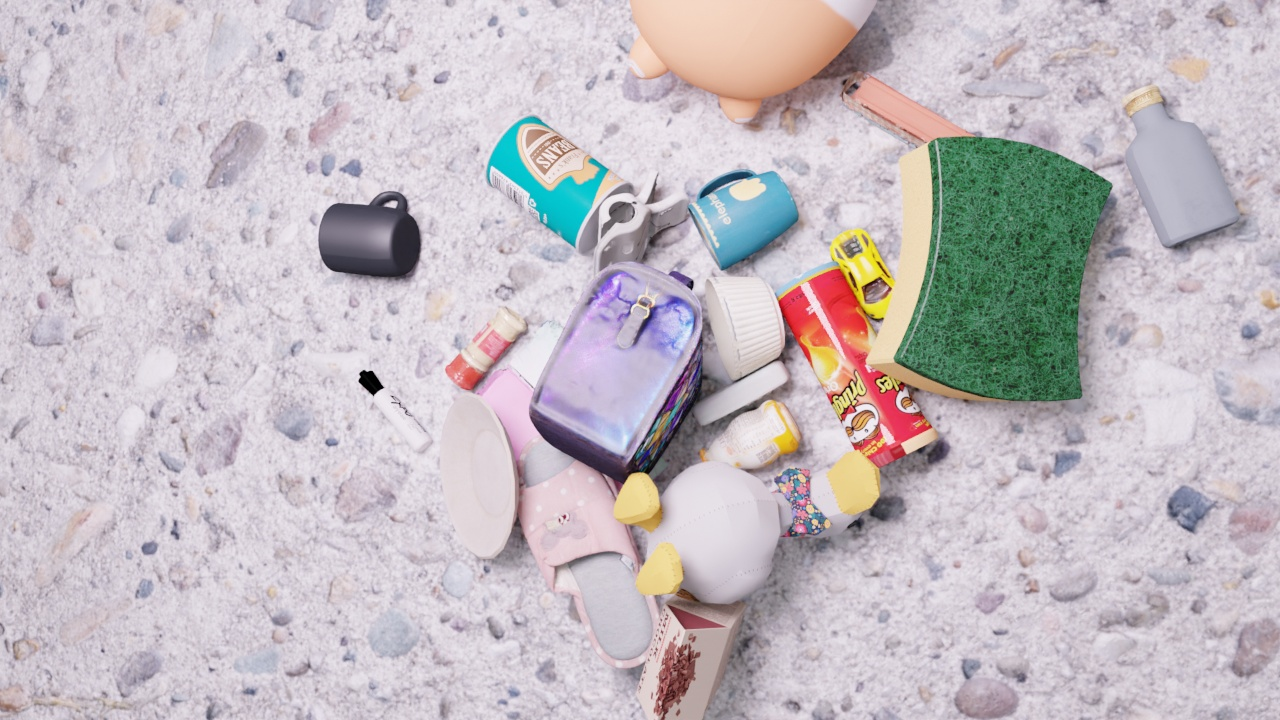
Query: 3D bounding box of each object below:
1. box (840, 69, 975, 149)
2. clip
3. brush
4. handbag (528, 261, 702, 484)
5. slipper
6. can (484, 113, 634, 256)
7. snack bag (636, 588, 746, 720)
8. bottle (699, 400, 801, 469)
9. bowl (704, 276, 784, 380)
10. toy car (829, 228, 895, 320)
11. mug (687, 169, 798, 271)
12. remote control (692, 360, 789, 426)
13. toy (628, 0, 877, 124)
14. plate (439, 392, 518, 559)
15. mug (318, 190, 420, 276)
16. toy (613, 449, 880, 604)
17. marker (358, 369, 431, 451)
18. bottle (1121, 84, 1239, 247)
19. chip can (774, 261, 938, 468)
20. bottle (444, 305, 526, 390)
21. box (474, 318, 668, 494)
[{"bbox_3d":[0.302,-0.259,1.000,0.187,0.053,0.058,34,126,15],"label":"box"},{"bbox_3d":[-0.014,-0.149,1.033,0.081,0.125,0.147,34,69,8],"label":"clip"},{"bbox_3d":[0.347,-0.086,0.917,0.195,0.075,0.250,11,86,-11],"label":"brush"},{"bbox_3d":[-0.006,0.006,0.953,0.125,0.205,0.221,27,78,11],"label":"handbag"},{"bbox_3d":[-0.060,0.204,1.005,0.114,0.054,0.274,-29,77,9],"label":"slipper"},{"bbox_3d":[-0.093,-0.203,1.060,0.144,0.099,0.099,38,94,13],"label":"can"},{"bbox_3d":[0.049,0.298,0.932,0.070,0.206,0.094,17,90,14],"label":"snack bag"},{"bbox_3d":[0.119,0.090,1.005,0.108,0.063,0.063,-28,80,9],"label":"bottle"},{"bbox_3d":[0.115,-0.041,0.998,0.062,0.115,0.115,-15,82,-3],"label":"bowl"},{"bbox_3d":[0.249,-0.094,1.007,0.049,0.030,0.107,-31,81,8],"label":"toy car"},{"bbox_3d":[0.111,-0.170,1.026,0.104,0.084,0.112,-28,51,4],"label":"mug"},{"bbox_3d":[0.111,0.036,1.013,0.114,0.060,0.028,-29,88,6],"label":"remote control"},{"bbox_3d":[0.110,-0.402,0.954,0.262,0.265,0.281,20,111,-17],"label":"toy"},{"bbox_3d":[-0.179,0.131,1.049,0.189,0.027,0.189,9,101,54],"label":"plate"},{"bbox_3d":[-0.323,-0.161,1.128,0.094,0.085,0.121,7,58,13],"label":"mug"},{"bbox_3d":[0.101,0.172,0.945,0.247,0.267,0.140,-47,54,44],"label":"toy"},{"bbox_3d":[-0.304,0.059,1.128,0.025,0.025,0.126,-45,78,6],"label":"marker"},{"bbox_3d":[0.541,-0.202,0.937,0.072,0.046,0.161,-20,81,11],"label":"bottle"},{"bbox_3d":[0.226,0.007,0.976,0.087,0.087,0.213,-28,79,10],"label":"chip can"},{"bbox_3d":[-0.184,-0.015,1.097,0.044,0.044,0.109,44,95,13],"label":"bottle"},{"bbox_3d":[-0.078,0.078,1.067,0.230,0.035,0.159,43,97,13],"label":"box"}]
